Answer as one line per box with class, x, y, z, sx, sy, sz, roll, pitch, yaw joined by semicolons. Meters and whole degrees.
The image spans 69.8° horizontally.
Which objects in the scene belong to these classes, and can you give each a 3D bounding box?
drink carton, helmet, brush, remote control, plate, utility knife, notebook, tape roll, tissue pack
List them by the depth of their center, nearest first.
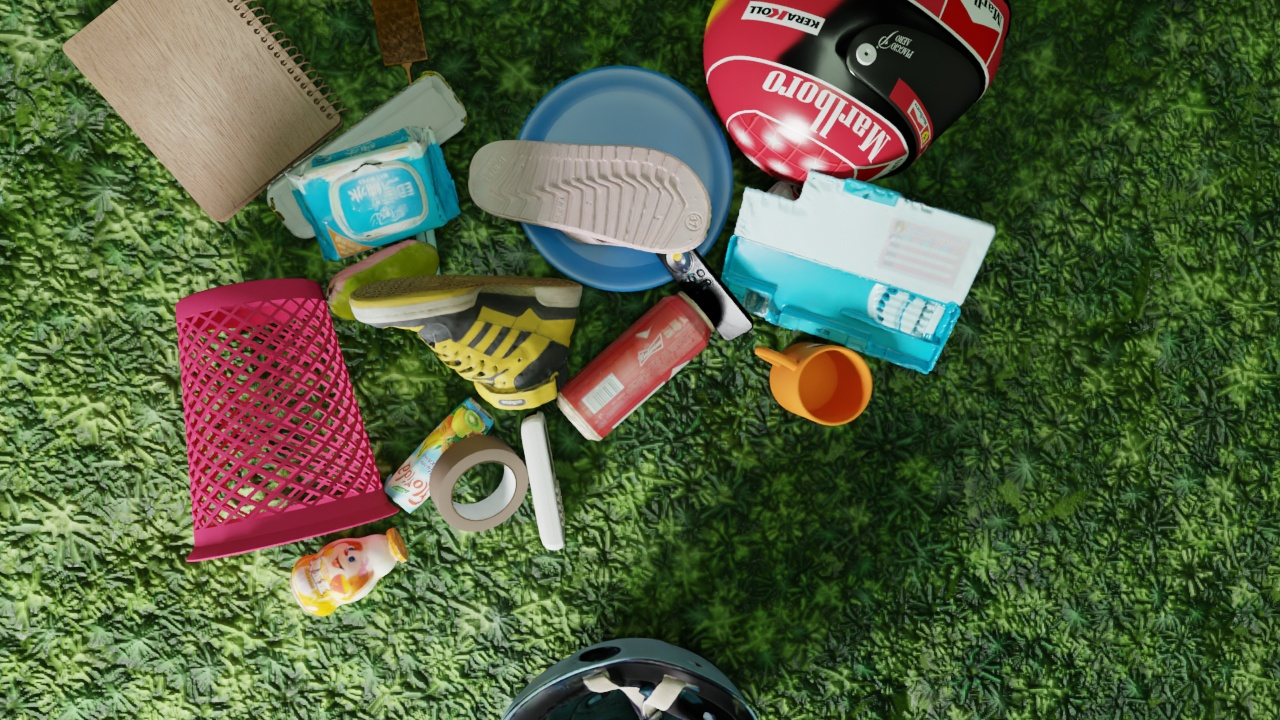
tissue pack;-0.246;-0.157;0.859;0.144;0.061;0.093;-21;118;-8
helmet;0.189;-0.271;0.863;0.271;0.198;0.224;27;82;-7
notebook;-0.412;-0.267;0.881;0.169;0.022;0.210;-40;97;-2
helmet;-0.020;0.382;0.897;0.265;0.167;0.225;-3;92;-9
brush;-0.234;-0.313;0.901;0.048;0.017;0.126;-11;95;-6
tape roll;-0.160;0.122;0.910;0.093;0.030;0.094;-14;120;-25
remote control;0.057;-0.085;0.919;0.152;0.041;0.020;50;43;-10
utility knife;-0.214;-0.120;0.919;0.022;0.015;0.120;-10;98;-14
drink carton;-0.203;0.095;0.921;0.044;0.038;0.129;43;87;-8
remote control;-0.097;0.120;0.924;0.025;0.060;0.138;-10;95;-3
plate;-0.018;-0.182;0.932;0.224;0.024;0.224;0;94;-7

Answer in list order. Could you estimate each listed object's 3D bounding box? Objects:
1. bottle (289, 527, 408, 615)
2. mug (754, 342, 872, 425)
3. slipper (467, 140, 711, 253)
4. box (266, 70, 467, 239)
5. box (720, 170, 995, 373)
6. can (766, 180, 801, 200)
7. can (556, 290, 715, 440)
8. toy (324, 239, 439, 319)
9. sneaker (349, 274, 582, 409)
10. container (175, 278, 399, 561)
bottle;-0.286;0.205;0.906;0.109;0.063;0.063;-26;96;-5
mug;0.166;0.014;0.931;0.112;0.096;0.077;26;90;-8
slipper;-0.046;-0.160;0.887;0.239;0.064;0.094;11;90;10
box;-0.266;-0.200;0.895;0.210;0.044;0.066;-37;116;-1
box;0.196;-0.092;0.874;0.227;0.039;0.182;19;135;10
can;0.162;-0.128;0.938;0.105;0.064;0.064;43;88;-8
can;-0.005;0.005;0.925;0.170;0.067;0.067;-42;97;-3
toy;-0.245;-0.074;0.869;0.109;0.090;0.051;-31;84;-44
sneaker;-0.158;-0.015;0.857;0.238;0.086;0.122;-6;105;-41
container;-0.338;0.049;0.844;0.183;0.183;0.225;-12;87;-6
